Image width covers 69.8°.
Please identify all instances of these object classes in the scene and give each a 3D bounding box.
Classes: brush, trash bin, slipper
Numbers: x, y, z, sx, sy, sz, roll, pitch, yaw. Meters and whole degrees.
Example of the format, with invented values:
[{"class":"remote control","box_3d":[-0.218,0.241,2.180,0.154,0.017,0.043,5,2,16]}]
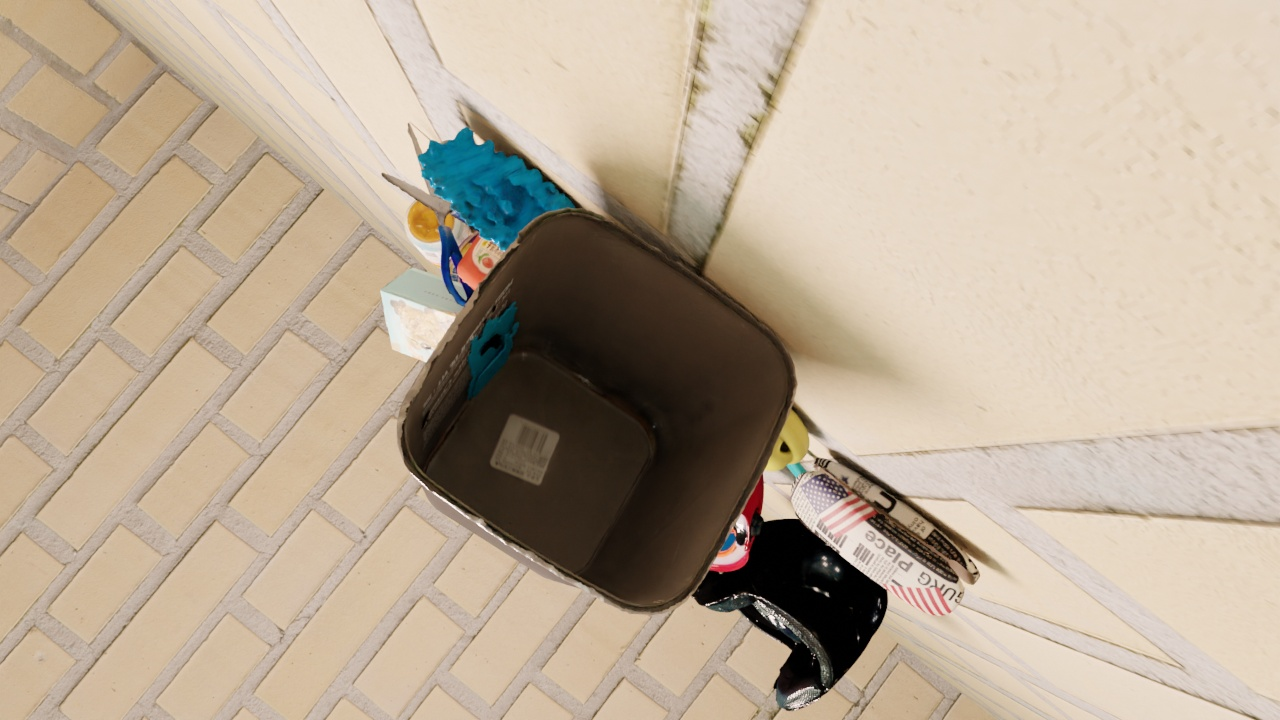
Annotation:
[{"class":"brush","box_3d":[-0.035,-0.063,0.701,0.314,0.060,0.109,38,180,-20]},{"class":"trash bin","box_3d":[-0.048,0.049,0.618,0.198,0.198,0.220,34,158,-6]},{"class":"slipper","box_3d":[0.061,0.038,0.731,0.092,0.081,0.190,36,171,47]}]

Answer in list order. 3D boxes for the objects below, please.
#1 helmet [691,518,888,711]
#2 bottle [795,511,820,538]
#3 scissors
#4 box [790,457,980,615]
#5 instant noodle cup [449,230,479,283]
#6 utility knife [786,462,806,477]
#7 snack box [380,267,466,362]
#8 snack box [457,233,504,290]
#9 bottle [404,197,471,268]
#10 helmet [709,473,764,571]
[{"class":"helmet","box_3d":[0.214,0.337,1.306,0.233,0.230,0.275,55,169,-13]},{"class":"bottle","box_3d":[0.223,0.176,0.951,0.080,0.044,0.195,39,173,-7]},{"class":"scissors","box_3d":[-0.177,-0.131,0.846,0.012,0.176,0.162,-10,-175,26]},{"class":"box","box_3d":[0.193,0.148,0.757,0.163,0.081,0.075,39,169,23]},{"class":"instant noodle cup","box_3d":[-0.130,-0.071,0.938,0.099,0.111,0.111,24,167,30]},{"class":"utility knife","box_3d":[0.167,0.128,0.875,0.221,0.013,0.029,51,170,-2]},{"class":"snack box","box_3d":[-0.167,-0.027,0.890,0.175,0.051,0.074,19,132,22]},{"class":"snack box","box_3d":[-0.111,-0.083,0.832,0.091,0.080,0.082,34,173,35]},{"class":"bottle","box_3d":[-0.244,-0.153,1.140,0.068,0.068,0.189,38,174,1]},{"class":"helmet","box_3d":[0.055,0.130,1.058,0.207,0.143,0.240,12,150,35]}]
